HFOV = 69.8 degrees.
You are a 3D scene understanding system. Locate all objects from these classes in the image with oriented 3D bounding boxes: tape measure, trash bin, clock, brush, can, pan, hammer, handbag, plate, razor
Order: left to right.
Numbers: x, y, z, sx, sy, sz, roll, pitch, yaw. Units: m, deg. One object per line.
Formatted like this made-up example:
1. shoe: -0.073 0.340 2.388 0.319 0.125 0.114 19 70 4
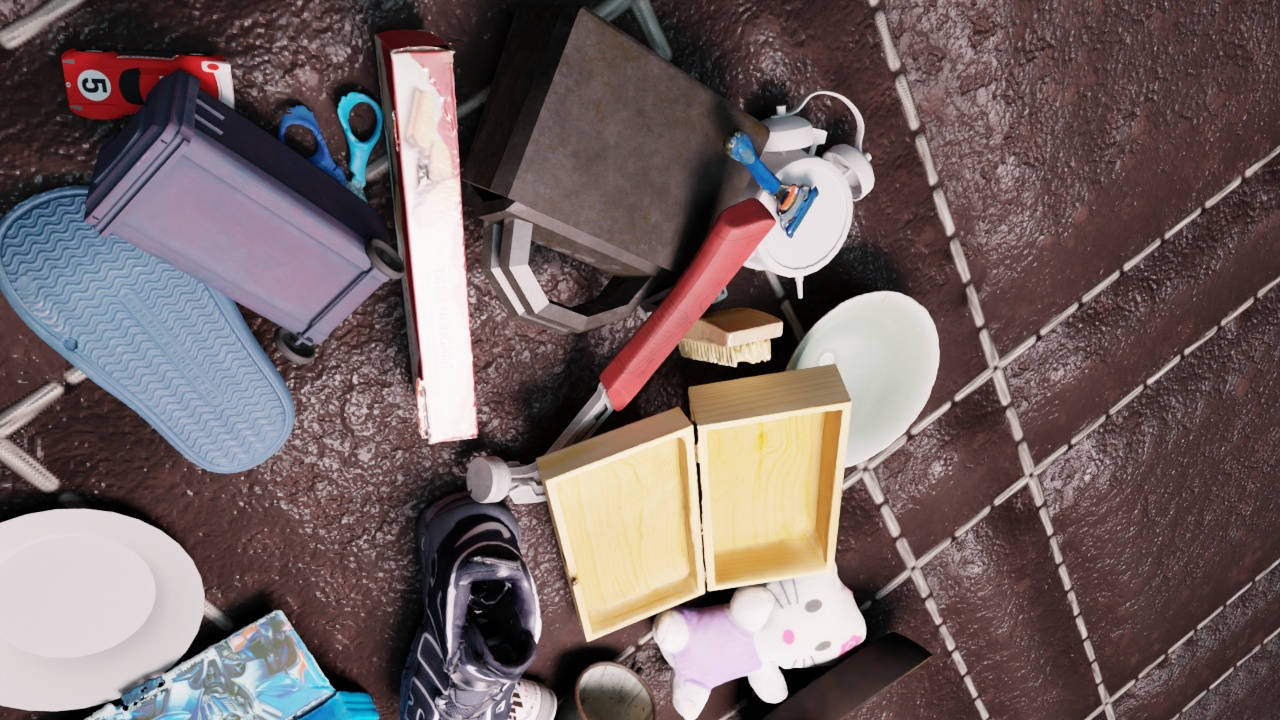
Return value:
1. plate: -0.409 0.177 0.661 0.172 0.019 0.173 -10 118 -21
2. trash bin: -0.239 -0.087 0.558 0.094 0.092 0.160 -39 133 16
3. can: -0.130 0.310 0.844 0.106 0.044 0.044 28 99 -33
4. handbag: -0.031 -0.113 0.651 0.197 0.102 0.199 20 96 -40
5. hammer: -0.004 0.004 0.691 0.126 0.036 0.317 4 136 -45
6. tape measure: 0.029 -0.052 0.734 0.065 0.064 0.017 -26 122 -7
7. brush: 0.064 -0.019 0.733 0.049 0.117 0.039 -11 98 -22
8. razor: 0.092 -0.132 0.659 0.044 0.018 0.141 -58 147 3
9. pan: 0.157 0.400 0.989 0.357 0.043 0.248 -43 154 18
10. clock: 0.126 -0.139 0.745 0.119 0.061 0.159 18 100 -32

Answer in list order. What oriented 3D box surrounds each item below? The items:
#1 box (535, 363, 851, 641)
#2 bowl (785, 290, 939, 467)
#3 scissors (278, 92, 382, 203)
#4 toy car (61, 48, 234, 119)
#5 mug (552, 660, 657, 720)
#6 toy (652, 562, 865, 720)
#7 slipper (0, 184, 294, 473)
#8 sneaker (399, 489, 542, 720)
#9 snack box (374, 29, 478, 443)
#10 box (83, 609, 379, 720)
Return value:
1. box: 0.052 0.130 0.789 0.257 0.076 0.247 -18 136 -11
2. bowl: 0.180 0.009 0.832 0.174 0.068 0.174 -11 120 -21
3. scissors: -0.201 -0.114 0.628 0.073 0.016 0.134 -20 126 -21
4. toy car: -0.293 -0.164 0.549 0.089 0.025 0.038 -6 116 -23
5. mug: -0.032 0.340 0.882 0.110 0.085 0.081 -35 159 -56
6. toy: 0.118 0.268 0.914 0.209 0.085 0.138 -18 102 -10
7. slipper: -0.309 -0.020 0.594 0.103 0.059 0.214 -41 113 -14
8. sneaker: -0.127 0.241 0.722 0.097 0.151 0.252 3 97 -22
9. snack box: -0.145 -0.077 0.626 0.044 0.076 0.273 -9 120 -19
10. box: -0.345 0.321 0.719 0.243 0.075 0.167 -30 131 -10
